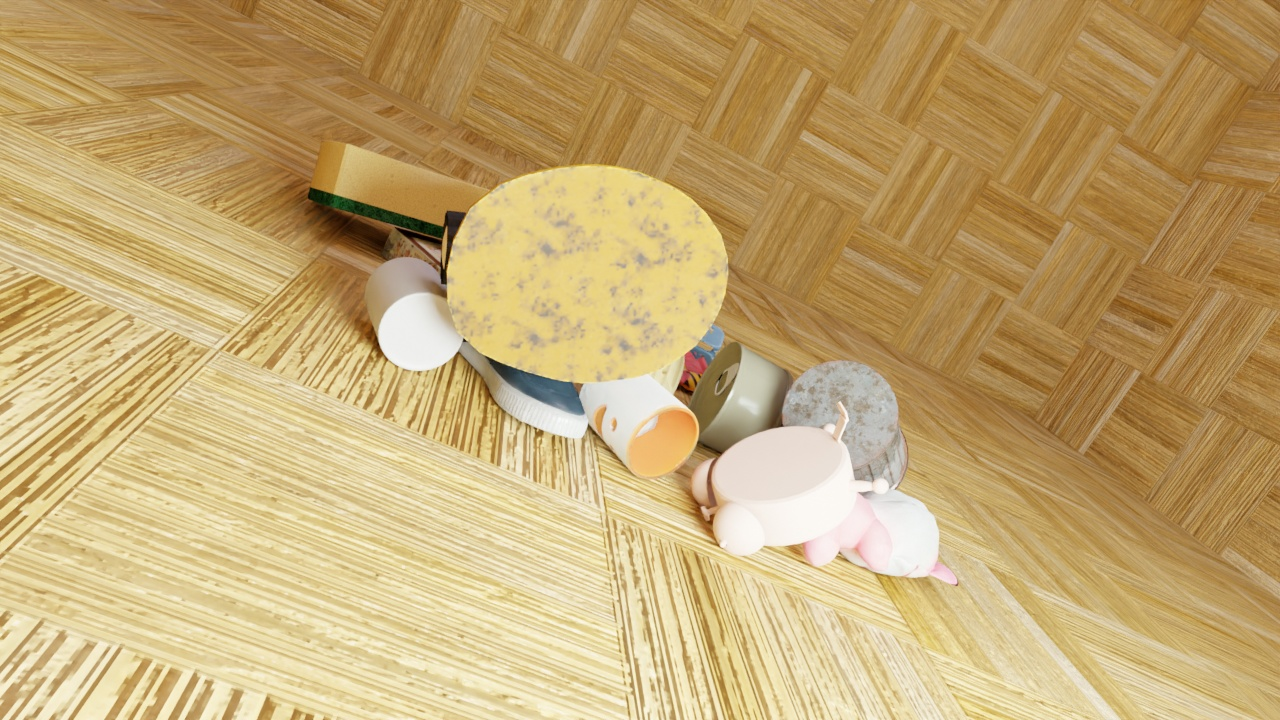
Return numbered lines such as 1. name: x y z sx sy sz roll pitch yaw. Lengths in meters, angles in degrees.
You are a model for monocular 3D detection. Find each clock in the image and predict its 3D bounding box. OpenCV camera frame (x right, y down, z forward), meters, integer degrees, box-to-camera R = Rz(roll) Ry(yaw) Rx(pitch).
1. clock: 0.130 0.108 0.866 0.086 0.160 0.131 65 -1 -25

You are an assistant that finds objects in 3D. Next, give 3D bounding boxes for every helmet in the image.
1. helmet: -0.057 -0.096 0.864 0.255 0.206 0.131 4 25 -17

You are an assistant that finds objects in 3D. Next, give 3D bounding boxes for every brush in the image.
1. brush: -0.294 -0.208 1.190 0.250 0.075 0.195 14 5 -27

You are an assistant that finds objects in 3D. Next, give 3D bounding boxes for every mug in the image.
1. mug: -0.203 -0.043 0.886 0.111 0.079 0.097 10 21 -28
2. mug: -0.004 0.058 0.920 0.082 0.082 0.105 16 17 -41

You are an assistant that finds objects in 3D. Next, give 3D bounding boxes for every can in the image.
1. can: 0.115 0.051 1.085 0.073 0.128 0.127 27 14 -13

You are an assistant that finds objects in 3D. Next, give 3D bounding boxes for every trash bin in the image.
1. trash bin: 0.241 0.091 1.065 0.131 0.130 0.211 35 -6 25

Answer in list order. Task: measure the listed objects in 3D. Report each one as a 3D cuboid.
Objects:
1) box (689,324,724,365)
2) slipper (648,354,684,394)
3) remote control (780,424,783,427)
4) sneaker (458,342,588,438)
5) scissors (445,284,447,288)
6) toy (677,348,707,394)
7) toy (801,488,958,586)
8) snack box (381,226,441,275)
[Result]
1. box: 0.021 -0.060 1.362 0.210 0.073 0.078 27 46 -3
2. slipper: -0.007 0.007 1.119 0.111 0.079 0.260 56 22 -17
3. remote control: 0.195 0.098 1.306 0.033 0.015 0.147 12 21 -49
4. sneaker: -0.114 -0.008 0.925 0.089 0.087 0.235 14 20 -44
5. scissors: -0.209 -0.077 0.999 0.138 0.120 0.015 10 54 -61
6. toy: 0.057 0.009 1.291 0.103 0.046 0.084 38 32 4
7. toy: 0.235 0.173 0.965 0.213 0.084 0.142 19 12 -28
8. snack box: -0.229 -0.107 1.159 0.147 0.041 0.143 39 17 36
